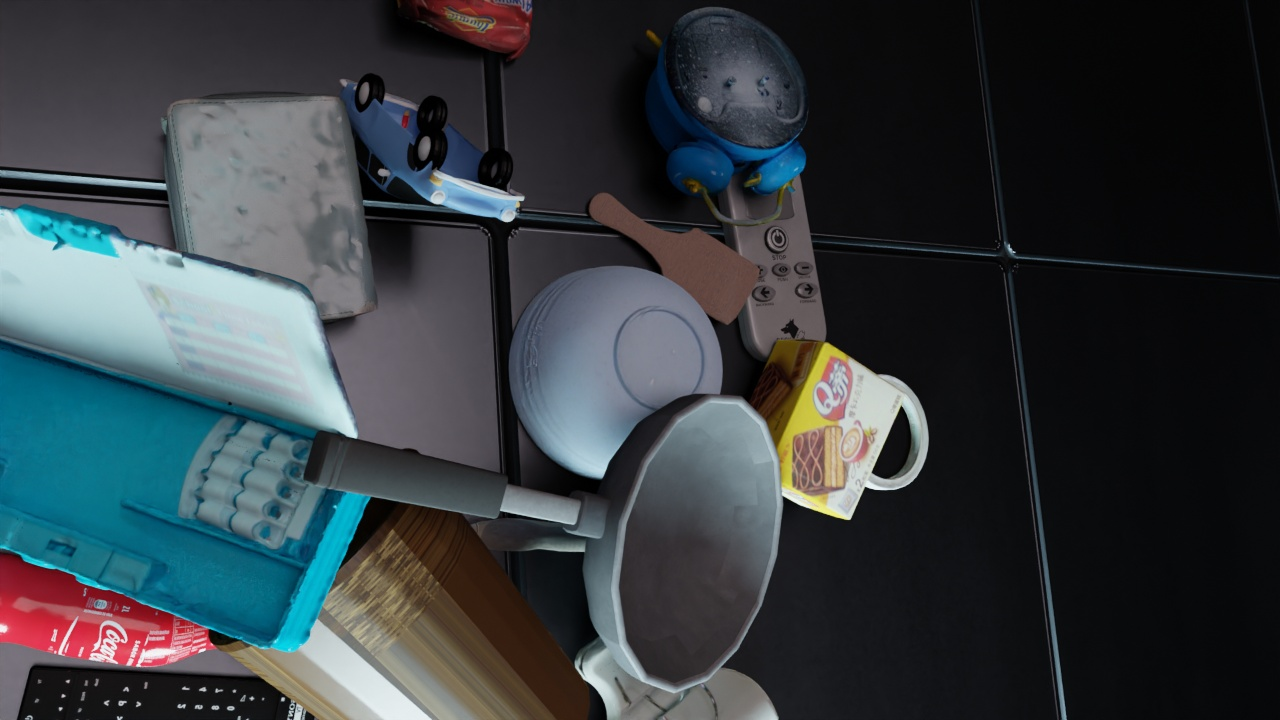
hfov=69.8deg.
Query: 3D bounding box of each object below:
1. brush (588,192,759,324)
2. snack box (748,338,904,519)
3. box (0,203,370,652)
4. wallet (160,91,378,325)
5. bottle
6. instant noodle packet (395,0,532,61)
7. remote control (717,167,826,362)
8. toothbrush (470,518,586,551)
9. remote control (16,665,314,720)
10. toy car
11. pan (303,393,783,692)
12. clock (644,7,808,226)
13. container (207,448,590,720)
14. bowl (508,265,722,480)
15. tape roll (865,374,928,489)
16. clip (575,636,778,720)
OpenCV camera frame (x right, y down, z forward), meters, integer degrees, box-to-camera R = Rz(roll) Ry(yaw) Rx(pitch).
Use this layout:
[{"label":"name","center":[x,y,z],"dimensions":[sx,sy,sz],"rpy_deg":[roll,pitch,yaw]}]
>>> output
[{"label":"brush","center":[0.021,-0.079,0.664],"dimensions":[0.135,0.015,0.050],"rpy_deg":[31,88,-14]},{"label":"snack box","center":[0.126,0.048,0.666],"dimensions":[0.083,0.061,0.105],"rpy_deg":[30,80,-23]},{"label":"box","center":[-0.229,0.018,0.407],"dimensions":[0.227,0.084,0.172],"rpy_deg":[15,103,14]},{"label":"wallet","center":[-0.208,-0.081,0.518],"dimensions":[0.100,0.054,0.131],"rpy_deg":[-8,88,-21]},{"label":"bottle","center":[-0.268,0.127,0.456],"dimensions":[0.141,0.042,0.042],"rpy_deg":[20,73,-25]},{"label":"instant noodle packet","center":[-0.114,-0.274,0.603],"dimensions":[0.098,0.040,0.135],"rpy_deg":[7,77,-42]},{"label":"remote control","center":[0.103,-0.075,0.707],"dimensions":[0.074,0.019,0.151],"rpy_deg":[-7,85,-30]},{"label":"toothbrush","center":[-0.077,0.110,0.578],"dimensions":[0.185,0.022,0.024],"rpy_deg":[7,43,-26]},{"label":"remote control","center":[-0.242,0.180,0.480],"dimensions":[0.140,0.009,0.030],"rpy_deg":[14,76,-27]},{"label":"toy car","center":[-0.126,-0.118,0.526],"dimensions":[0.056,0.153,0.055],"rpy_deg":[8,116,-45]},{"label":"pan","center":[-0.026,0.082,0.489],"dimensions":[0.357,0.041,0.178],"rpy_deg":[25,76,-51]},{"label":"clock","center":[0.063,-0.175,0.666],"dimensions":[0.116,0.060,0.161],"rpy_deg":[-5,76,-27]},{"label":"container","center":[-0.116,0.153,0.491],"dimensions":[0.132,0.132,0.167],"rpy_deg":[-47,112,-27]},{"label":"bowl","center":[-0.004,0.004,0.604],"dimensions":[0.150,0.075,0.150],"rpy_deg":[5,80,-28]},{"label":"tape roll","center":[0.195,0.058,0.741],"dimensions":[0.093,0.013,0.093],"rpy_deg":[5,80,-28]},{"label":"clip","center":[0.022,0.235,0.581],"dimensions":[0.126,0.105,0.152],"rpy_deg":[-29,106,-32]}]
